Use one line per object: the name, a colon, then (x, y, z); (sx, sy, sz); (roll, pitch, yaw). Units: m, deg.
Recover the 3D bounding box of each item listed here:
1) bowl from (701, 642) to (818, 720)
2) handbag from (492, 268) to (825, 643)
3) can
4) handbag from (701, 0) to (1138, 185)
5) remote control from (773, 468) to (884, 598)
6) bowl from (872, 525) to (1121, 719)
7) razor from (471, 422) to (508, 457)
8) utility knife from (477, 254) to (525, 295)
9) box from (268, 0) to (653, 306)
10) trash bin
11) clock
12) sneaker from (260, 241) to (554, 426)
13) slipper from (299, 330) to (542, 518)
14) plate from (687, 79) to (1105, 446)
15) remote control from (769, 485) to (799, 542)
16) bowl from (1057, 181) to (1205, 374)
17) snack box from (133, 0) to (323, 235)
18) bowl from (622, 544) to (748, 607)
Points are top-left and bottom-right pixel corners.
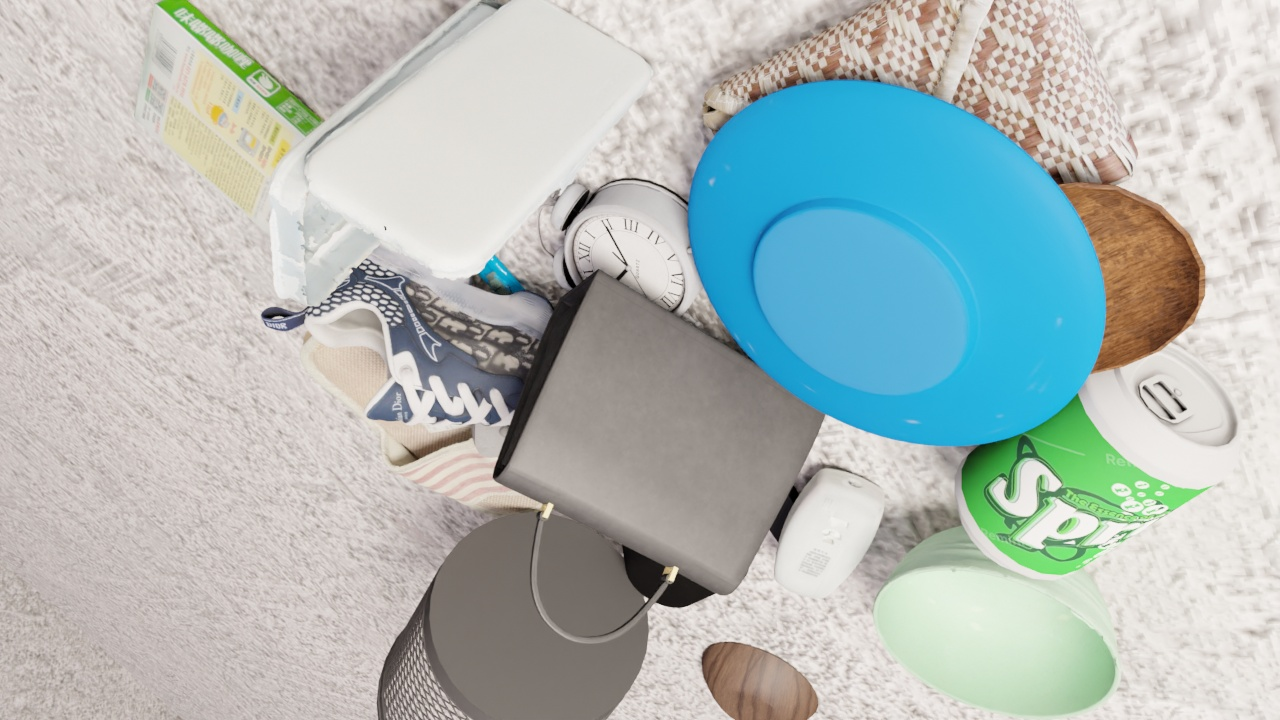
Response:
bowl: (0.108, 0.323, 0.883); (0.119, 0.032, 0.119); (18, 136, 18)
handbag: (-0.003, 0.078, 0.564); (0.175, 0.195, 0.072); (30, 158, -16)
can: (0.243, 0.056, 0.501); (0.088, 0.087, 0.140); (32, 139, 4)
handbag: (0.127, -0.112, 0.451); (0.186, 0.046, 0.124); (-16, 119, 42)
remote control: (0.135, 0.129, 0.671); (0.060, 0.028, 0.115); (18, 127, 3)
bowl: (0.239, 0.163, 0.613); (0.151, 0.076, 0.151); (18, 137, 18)
razor: (-0.072, 0.070, 0.681); (0.088, 0.116, 0.047); (-3, 114, -19)
utility knife: (-0.099, -0.056, 0.677); (0.220, 0.015, 0.031); (47, 142, -16)
box: (-0.096, -0.100, 0.486); (0.129, 0.209, 0.105); (31, 141, 7)
trash bin: (-0.118, 0.276, 0.847); (0.218, 0.217, 0.228); (33, 139, 2)
clock: (-0.013, -0.070, 0.590); (0.123, 0.035, 0.095); (18, 136, 17)
sneaker: (-0.129, 0.008, 0.643); (0.269, 0.132, 0.103); (35, 149, 10)
slipper: (-0.169, 0.061, 0.760); (0.115, 0.052, 0.263); (-25, 126, 27)
plate: (0.115, -0.034, 0.473); (0.224, 0.024, 0.225); (27, 143, 22)
remote control: (0.101, 0.103, 0.695); (0.035, 0.013, 0.150); (-16, 118, 37)
bowl: (0.202, -0.042, 0.435); (0.102, 0.026, 0.114); (48, 140, -11)
snack box: (-0.299, -0.168, 0.691); (0.168, 0.027, 0.132); (42, 139, -9)
bowl: (0.025, 0.172, 0.780); (0.124, 0.052, 0.124); (18, 136, 18)
